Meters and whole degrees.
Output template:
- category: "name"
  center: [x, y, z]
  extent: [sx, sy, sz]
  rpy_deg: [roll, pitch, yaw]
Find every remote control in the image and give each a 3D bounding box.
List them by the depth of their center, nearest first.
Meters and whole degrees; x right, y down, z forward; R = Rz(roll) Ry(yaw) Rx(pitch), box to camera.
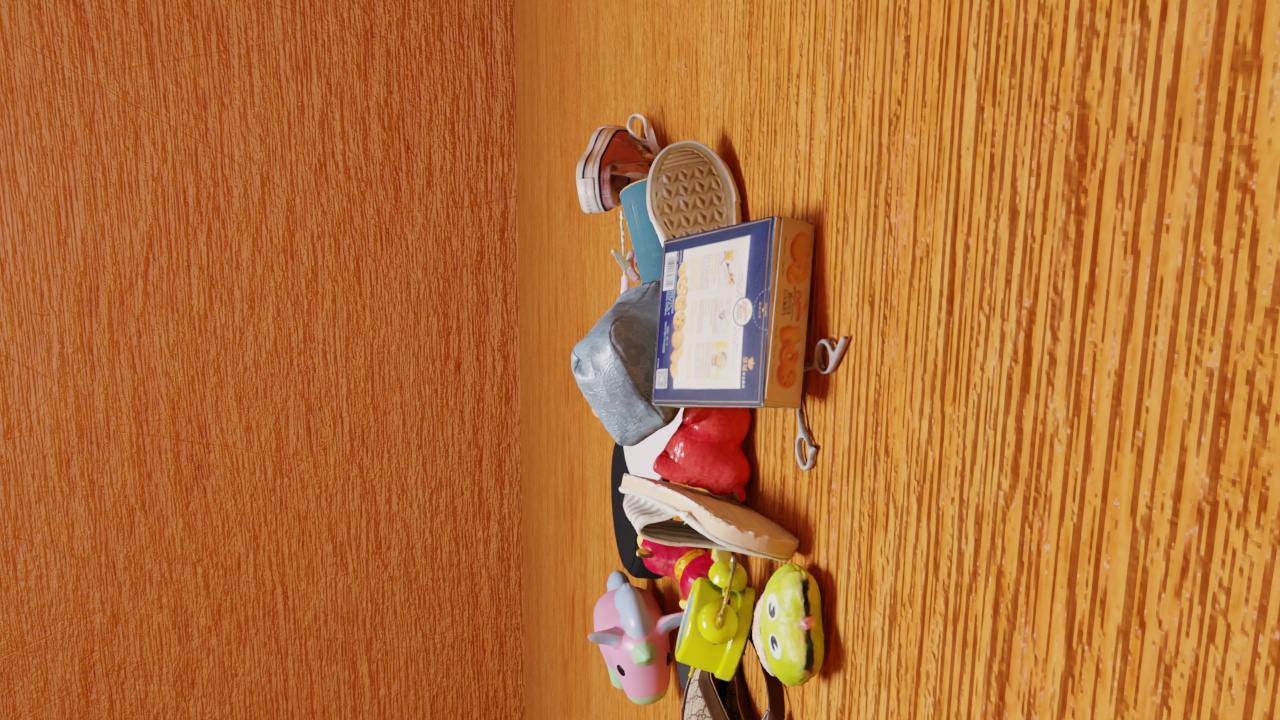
- category: "remote control"
  center: [0.065, 0.321, 1.001]
  extent: [0.152, 0.020, 0.041]
  rpy_deg: [109, 156, -55]

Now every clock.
- category: "clock"
  center: [0.069, 0.223, 0.796]
  extent: [0.083, 0.057, 0.119]
  rpy_deg: [-70, -4, -50]

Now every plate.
- category: "plate"
  center: [0.011, 0.029, 1.096]
  extent: [0.243, 0.016, 0.242]
  rpy_deg: [-172, 91, -73]

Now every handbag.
- category: "handbag"
  center: [0.088, 0.314, 0.842]
  extent: [0.166, 0.063, 0.138]
  rpy_deg: [-117, 45, -71]
- category: "handbag"
  center: [-0.005, 0.005, 0.888]
  extent: [0.122, 0.119, 0.191]
  rpy_deg: [53, -150, -11]

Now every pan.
- category: "pan"
  center: [0.010, 0.153, 1.161]
  extent: [0.357, 0.044, 0.203]
  rpy_deg: [109, 156, -60]

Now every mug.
- category: "mug"
  center: [0.025, -0.129, 0.997]
  extent: [0.078, 0.078, 0.121]
  rpy_deg: [135, 127, -72]

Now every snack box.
- category: "snack box"
  center: [0.070, -0.033, 0.733]
  extent: [0.145, 0.042, 0.144]
  rpy_deg: [-2, 82, 55]

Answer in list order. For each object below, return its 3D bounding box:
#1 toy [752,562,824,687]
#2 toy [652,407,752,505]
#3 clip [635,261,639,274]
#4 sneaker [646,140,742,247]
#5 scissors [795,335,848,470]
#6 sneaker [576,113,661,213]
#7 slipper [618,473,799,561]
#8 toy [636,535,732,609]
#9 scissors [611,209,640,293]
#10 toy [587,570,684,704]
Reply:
- category: "toy"
  center: [0.113, 0.207, 0.723]
  extent: [0.118, 0.043, 0.092]
  rpy_deg: [123, 146, -73]
- category: "toy"
  center: [0.082, 0.067, 0.846]
  extent: [0.133, 0.094, 0.088]
  rpy_deg: [-62, -9, 19]
- category: "clip"
  center: [0.015, -0.108, 1.157]
  extent: [0.045, 0.048, 0.054]
  rpy_deg: [-48, 13, -7]
- category: "sneaker"
  center: [0.063, -0.094, 0.865]
  extent: [0.079, 0.087, 0.235]
  rpy_deg: [44, -144, -66]
- category: "scissors"
  center: [0.123, 0.012, 0.717]
  extent: [0.175, 0.014, 0.141]
  rpy_deg: [123, 140, -65]
- category: "sneaker"
  center: [-0.012, -0.235, 1.112]
  extent: [0.240, 0.088, 0.118]
  rpy_deg: [-70, -27, -64]
- category: "slipper"
  center: [0.053, 0.145, 0.830]
  extent: [0.273, 0.114, 0.054]
  rpy_deg: [-176, 97, -70]
- category: "toy"
  center: [0.043, 0.194, 0.902]
  extent: [0.137, 0.105, 0.067]
  rpy_deg: [-139, 60, -61]
- category: "scissors"
  center: [-0.017, -0.099, 1.159]
  extent: [0.170, 0.014, 0.168]
  rpy_deg: [42, -130, -79]
- category: "toy"
  center: [-0.012, 0.332, 1.156]
  extent: [0.222, 0.120, 0.171]
  rpy_deg: [-114, 16, -56]
